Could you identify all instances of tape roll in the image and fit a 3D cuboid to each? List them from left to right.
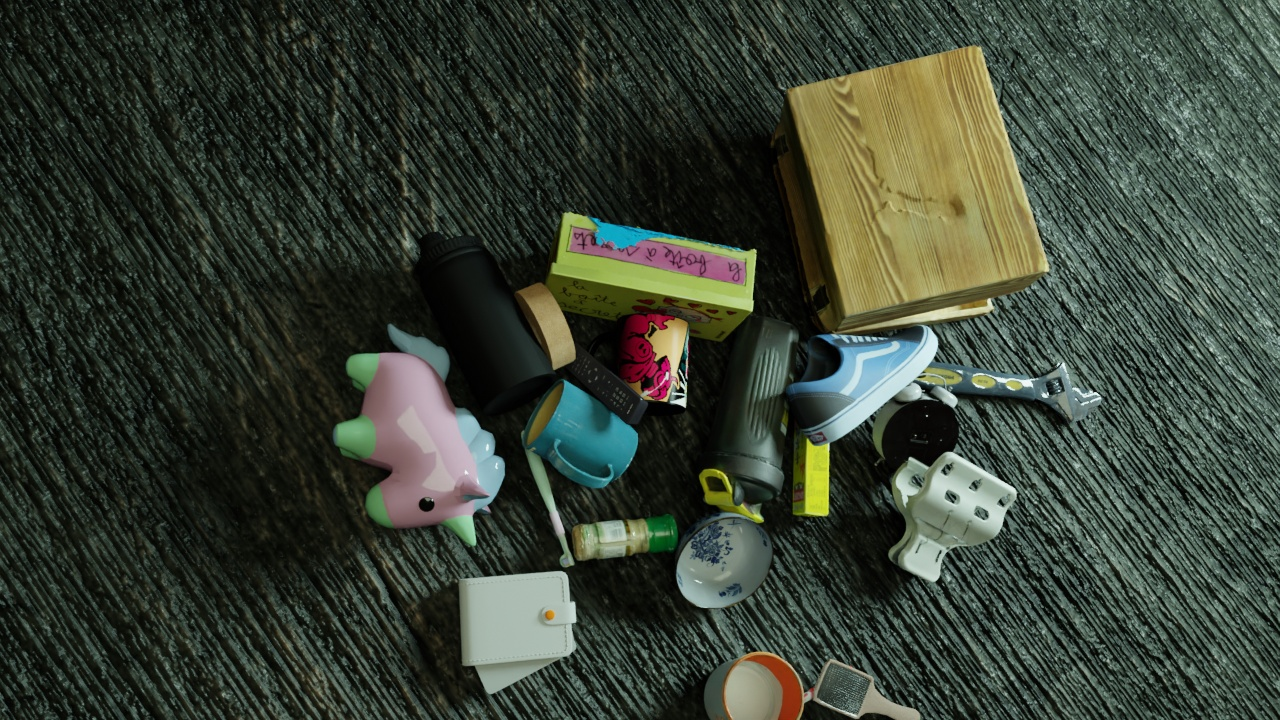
[{"bbox_3d":[-0.104,-0.036,0.992,0.027,0.094,0.094,-25,84,-17],"label":"tape roll"}]

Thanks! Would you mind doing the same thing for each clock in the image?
[{"bbox_3d":[0.321,0.073,1.067,0.094,0.035,0.123,8,106,-13],"label":"clock"}]

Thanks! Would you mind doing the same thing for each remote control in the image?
[{"bbox_3d":[-0.039,0.024,0.987,0.015,0.136,0.032,18,105,-43],"label":"remote control"}]

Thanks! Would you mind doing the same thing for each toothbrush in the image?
[{"bbox_3d":[-0.102,0.148,0.993,0.015,0.022,0.154,-12,78,-41],"label":"toothbrush"}]

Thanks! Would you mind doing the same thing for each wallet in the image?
[{"bbox_3d":[-0.126,0.280,0.949,0.118,0.037,0.115,-3,79,-9],"label":"wallet"}]

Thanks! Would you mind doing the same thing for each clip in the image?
[{"bbox_3d":[0.341,0.176,1.060,0.126,0.101,0.152,28,109,-20],"label":"clip"}]

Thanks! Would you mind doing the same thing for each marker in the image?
[{"bbox_3d":[0.176,0.373,1.007,0.142,0.013,0.013,-22,83,-16],"label":"marker"}]

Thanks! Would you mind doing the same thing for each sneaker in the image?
[{"bbox_3d":[0.250,-0.005,1.039,0.240,0.084,0.098,-34,96,-35],"label":"sneaker"}]

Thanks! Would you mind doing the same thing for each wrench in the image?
[{"bbox_3d":[0.446,0.031,1.136,0.273,0.022,0.073,6,84,-12],"label":"wrench"}]

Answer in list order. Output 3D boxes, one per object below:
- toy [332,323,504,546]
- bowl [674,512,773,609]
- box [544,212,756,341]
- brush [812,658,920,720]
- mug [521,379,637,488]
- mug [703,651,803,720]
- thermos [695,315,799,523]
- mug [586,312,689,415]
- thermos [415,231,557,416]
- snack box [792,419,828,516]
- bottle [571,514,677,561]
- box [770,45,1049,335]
[{"bbox_3d":[-0.221,0.072,0.940,0.171,0.120,0.221,7,71,-7],"label":"toy"},{"bbox_3d":[0.083,0.209,0.994,0.114,0.045,0.114,-6,114,-15],"label":"bowl"},{"bbox_3d":[0.005,-0.089,1.014,0.221,0.125,0.079,9,74,-12],"label":"box"},{"bbox_3d":[0.255,0.377,1.014,0.135,0.015,0.049,27,80,-13],"label":"brush"},{"bbox_3d":[-0.061,0.089,0.969,0.104,0.112,0.085,31,118,-18],"label":"mug"},{"bbox_3d":[0.114,0.347,0.944,0.082,0.105,0.082,3,68,-7],"label":"mug"},{"bbox_3d":[0.123,0.062,1.024,0.098,0.098,0.220,17,71,-8],"label":"thermos"},{"bbox_3d":[-0.006,0.006,1.019,0.118,0.082,0.098,0,76,16],"label":"mug"},{"bbox_3d":[-0.172,-0.048,0.976,0.086,0.086,0.198,-25,76,-16],"label":"thermos"},{"bbox_3d":[0.196,0.104,1.055,0.029,0.040,0.148,6,77,-11],"label":"snack box"},{"bbox_3d":[-0.017,0.192,0.989,0.111,0.043,0.043,-4,79,-12],"label":"bottle"},{"bbox_3d":[0.295,-0.181,1.092,0.251,0.192,0.279,-12,81,0],"label":"box"}]
